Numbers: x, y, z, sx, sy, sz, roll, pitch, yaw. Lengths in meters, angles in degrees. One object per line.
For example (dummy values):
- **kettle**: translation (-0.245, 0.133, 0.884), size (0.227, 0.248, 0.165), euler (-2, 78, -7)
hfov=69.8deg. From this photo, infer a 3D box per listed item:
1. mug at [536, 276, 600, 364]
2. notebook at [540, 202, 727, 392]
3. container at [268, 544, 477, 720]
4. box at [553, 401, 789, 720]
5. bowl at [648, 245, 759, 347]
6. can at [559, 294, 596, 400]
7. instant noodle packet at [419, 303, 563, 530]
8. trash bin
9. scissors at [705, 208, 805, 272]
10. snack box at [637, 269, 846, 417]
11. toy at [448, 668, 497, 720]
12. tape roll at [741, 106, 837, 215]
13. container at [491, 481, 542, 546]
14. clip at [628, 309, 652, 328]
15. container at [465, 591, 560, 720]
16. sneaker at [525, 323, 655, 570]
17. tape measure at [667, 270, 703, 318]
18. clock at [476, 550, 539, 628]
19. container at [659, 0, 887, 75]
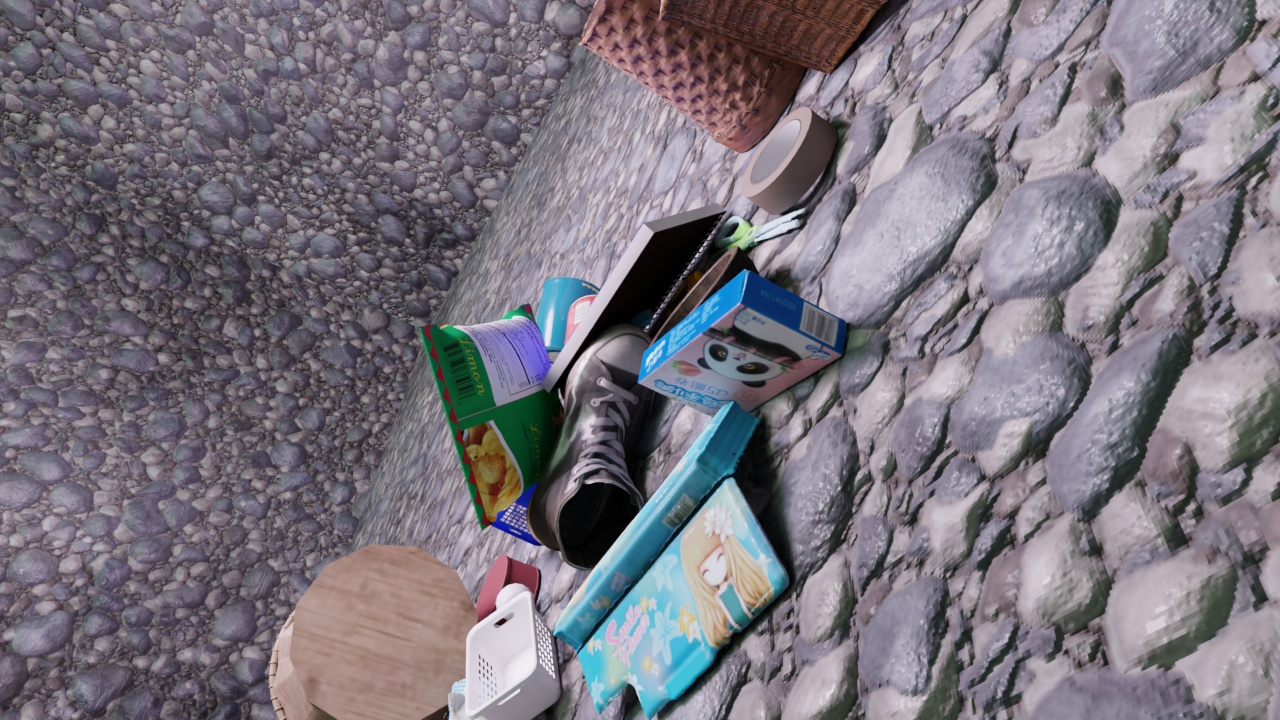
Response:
- **mug**: translation (-0.101, -0.044, 1.268), size (0.112, 0.084, 0.104), euler (83, -164, -66)
- **notebook**: translation (-0.003, -0.067, 0.946), size (0.210, 0.022, 0.171), euler (-55, -14, 31)
- **container**: translation (-0.290, 0.321, 1.014), size (0.197, 0.227, 0.226), euler (126, 161, -56)
- **box**: translation (0.012, 0.155, 0.682), size (0.228, 0.074, 0.180), euler (-55, 19, 29)
- **bowl**: translation (0.064, -0.033, 0.779), size (0.121, 0.056, 0.121), euler (-50, 6, 7)
- **can**: translation (-0.058, -0.008, 1.094), size (0.067, 0.067, 0.169), euler (-54, 21, 32)
- **instant noodle packet**: translation (-0.138, 0.045, 0.957), size (0.090, 0.195, 0.252), euler (-15, 4, 18)
- **trash bin**: translation (0.053, -0.335, 0.970), size (0.152, 0.210, 0.151), euler (-55, 19, 30)
- **scissors**: translation (0.106, -0.112, 0.853), size (0.072, 0.033, 0.176), euler (-65, 14, -11)
- **snack box**: translation (0.070, -0.005, 0.684), size (0.155, 0.088, 0.033), euler (-40, 30, 55)
- **toy**: translation (-0.152, 0.374, 0.867), size (0.106, 0.131, 0.204), euler (-3, 27, 23)
- **tape roll**: translation (0.131, -0.177, 0.814), size (0.094, 0.030, 0.093), euler (-49, 21, 26)
- **container**: translation (-0.127, 0.144, 1.049), size (0.058, 0.096, 0.114), euler (-51, 22, 26)
- **clip**: translation (-0.021, -0.005, 0.946), size (0.127, 0.113, 0.028), euler (-43, 28, 22)
- **container**: translation (-0.118, 0.288, 0.868), size (0.081, 0.049, 0.129), euler (-36, 22, 4)
- **sneaker**: translation (-0.032, 0.079, 0.868), size (0.234, 0.095, 0.120), euler (-64, 20, -5)
- **tape measure**: translation (0.049, -0.056, 0.910), size (0.059, 0.030, 0.068), euler (-58, 18, 17)
- **clock**: translation (-0.149, 0.270, 1.025), size (0.087, 0.044, 0.124), euler (-59, 18, 19)
- **container**: translation (0.120, -0.358, 0.830), size (0.113, 0.198, 0.113), euler (121, 162, -59)
